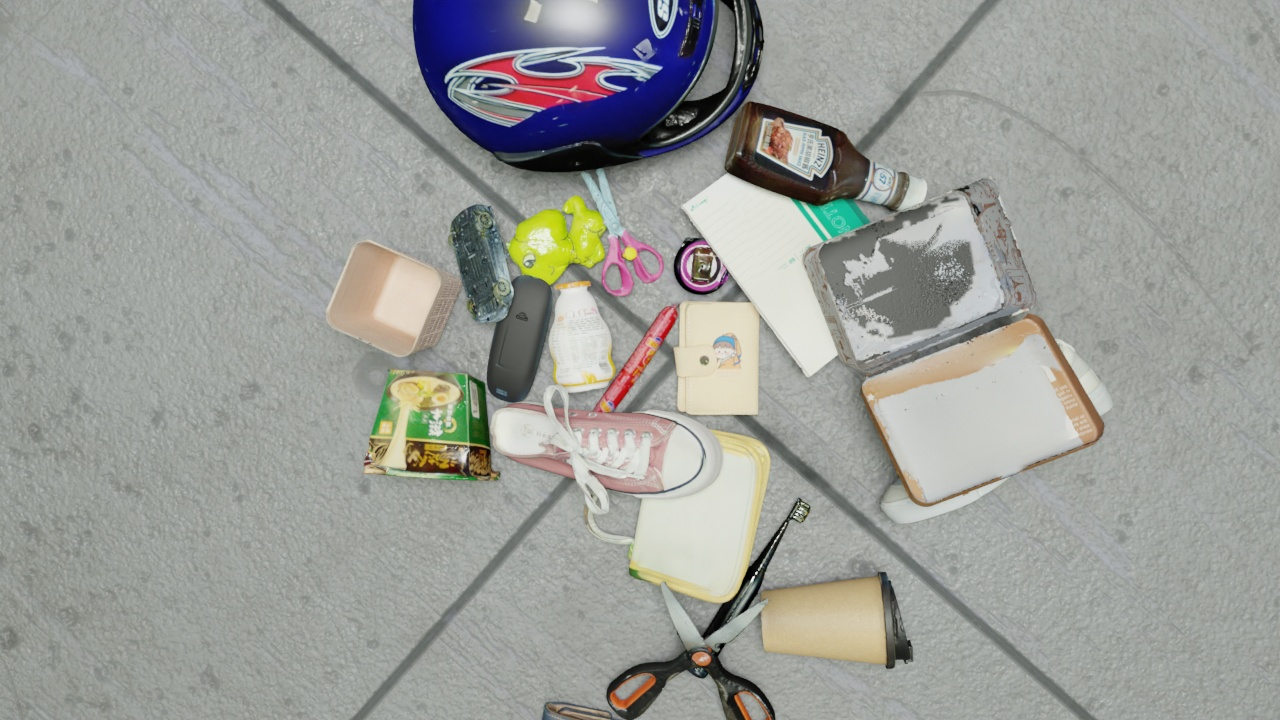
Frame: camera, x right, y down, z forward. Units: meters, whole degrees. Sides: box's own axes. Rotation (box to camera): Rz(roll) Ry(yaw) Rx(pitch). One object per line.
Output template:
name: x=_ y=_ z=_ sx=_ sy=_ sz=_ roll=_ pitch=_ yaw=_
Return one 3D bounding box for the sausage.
sausage: x=-0.006 y=0.005 z=0.939 sx=0.020 sy=0.020 sz=0.156 roll=35 pitch=95 yaw=0

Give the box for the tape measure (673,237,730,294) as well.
tape measure: x=0.061 y=-0.094 z=0.917 sx=0.057 sy=0.039 sz=0.058 roll=6 pitch=94 yaw=2

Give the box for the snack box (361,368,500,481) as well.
snack box: x=-0.202 y=0.065 z=0.913 sx=0.117 sy=0.118 sz=0.105 roll=4 pitch=84 yaw=3

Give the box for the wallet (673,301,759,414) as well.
wallet: x=0.077 y=-0.002 z=0.929 sx=0.087 sy=0.024 sz=0.115 roll=0 pitch=95 yaw=-1

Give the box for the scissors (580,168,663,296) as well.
scissors: x=-0.033 y=-0.127 z=0.914 sx=0.073 sy=0.017 sz=0.137 roll=-33 pitch=109 yaw=-6

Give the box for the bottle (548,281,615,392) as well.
bottle: x=-0.061 y=-0.024 z=0.917 sx=0.063 sy=0.063 sz=0.108 roll=-7 pitch=94 yaw=3

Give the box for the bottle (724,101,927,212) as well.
bottle: x=0.182 y=-0.187 z=0.890 sx=0.195 sy=0.044 sz=0.079 roll=17 pitch=73 yaw=-8

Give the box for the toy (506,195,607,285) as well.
toy: x=-0.085 y=-0.120 z=0.928 sx=0.100 sy=0.031 sz=0.097 roll=6 pitch=96 yaw=-2

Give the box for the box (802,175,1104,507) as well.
box: x=0.278 y=-0.015 z=0.837 sx=0.179 sy=0.110 sz=0.259 roll=-22 pitch=91 yaw=2

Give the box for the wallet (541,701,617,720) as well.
wallet: x=-0.068 y=0.424 z=0.966 sx=0.090 sy=0.033 sz=0.115 roll=12 pitch=95 yaw=5

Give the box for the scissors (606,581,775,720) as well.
scissors: x=0.059 y=0.312 z=0.919 sx=0.235 sy=0.021 sz=0.221 roll=-36 pitch=109 yaw=24

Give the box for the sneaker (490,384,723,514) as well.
sneaker: x=-0.044 y=0.085 z=0.885 sx=0.241 sy=0.087 sz=0.118 roll=9 pitch=95 yaw=18

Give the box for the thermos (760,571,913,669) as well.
thermos: x=0.194 y=0.259 z=0.914 sx=0.143 sy=0.093 sz=0.093 roll=-5 pitch=94 yaw=11

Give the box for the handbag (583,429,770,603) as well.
handbag: x=0.033 y=0.144 z=0.933 sx=0.179 sy=0.063 sz=0.163 roll=12 pitch=94 yaw=17

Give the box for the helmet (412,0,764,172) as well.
helmet: x=-0.043 y=-0.294 z=0.811 sx=0.315 sy=0.240 sz=0.247 roll=-1 pitch=95 yaw=3

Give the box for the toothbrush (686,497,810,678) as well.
toothbrush: x=0.112 y=0.233 z=0.944 sx=0.027 sy=0.026 sz=0.213 roll=33 pitch=95 yaw=13

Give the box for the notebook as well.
notebook: x=0.160 y=-0.110 z=0.907 sx=0.150 sy=0.012 sz=0.209 roll=-38 pitch=91 yaw=-11

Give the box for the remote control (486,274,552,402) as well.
remote control: x=-0.124 y=-0.019 z=0.929 sx=0.053 sy=0.024 sz=0.136 roll=17 pitch=106 yaw=3

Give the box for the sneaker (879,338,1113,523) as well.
sneaker: x=0.328 y=0.066 z=0.889 sx=0.242 sy=0.089 sz=0.090 roll=-34 pitch=90 yaw=4

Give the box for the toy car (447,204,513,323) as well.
toy car: x=-0.156 y=-0.097 z=0.918 sx=0.054 sy=0.036 sz=0.120 roll=-23 pitch=77 yaw=39

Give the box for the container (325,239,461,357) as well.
container: x=-0.235 y=-0.061 z=0.900 sx=0.090 sy=0.111 sz=0.090 roll=24 pitch=95 yaw=1
